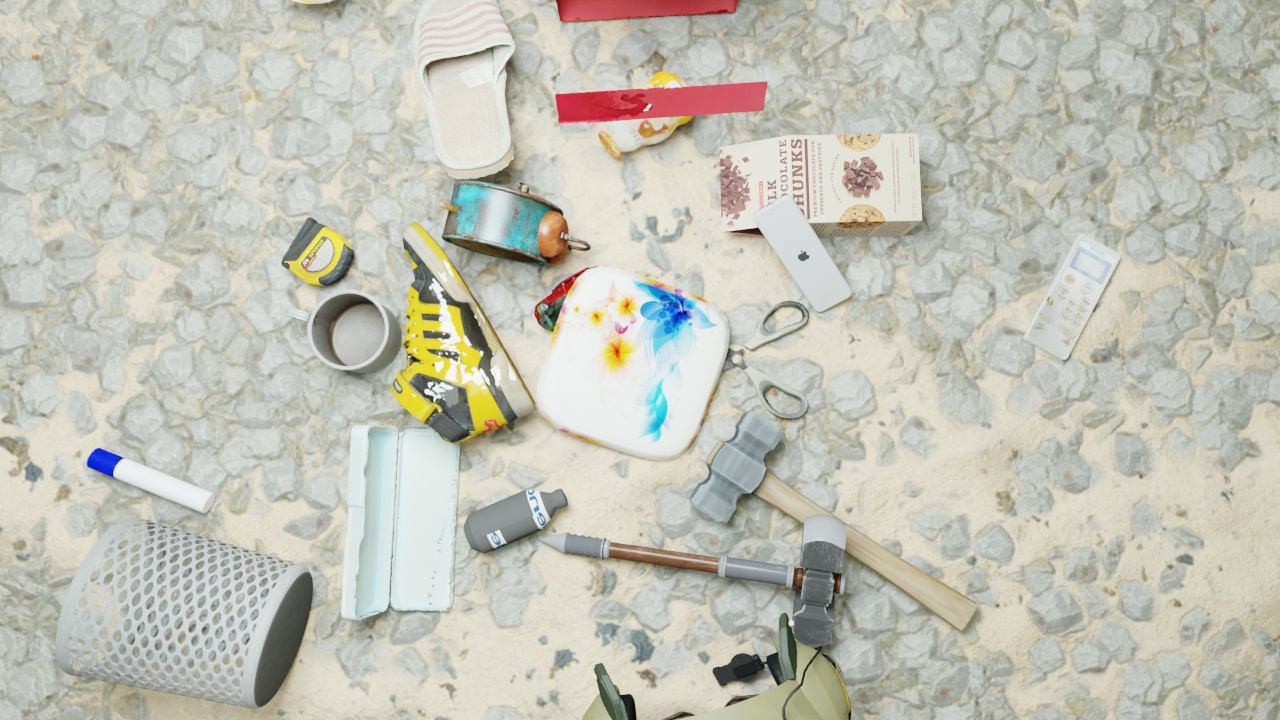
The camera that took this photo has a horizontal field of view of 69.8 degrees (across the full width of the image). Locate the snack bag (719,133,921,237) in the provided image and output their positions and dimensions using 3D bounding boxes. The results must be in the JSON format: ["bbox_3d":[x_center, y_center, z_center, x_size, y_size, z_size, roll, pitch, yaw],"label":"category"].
[{"bbox_3d":[0.190,-0.188,0.997,0.206,0.070,0.094,-1,84,0],"label":"snack bag"}]

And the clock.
[{"bbox_3d":[-0.127,-0.145,0.969,0.157,0.121,0.073,14,88,-4],"label":"clock"}]

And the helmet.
[{"bbox_3d":[0.074,0.366,0.840,0.250,0.256,0.232,-15,81,0],"label":"helmet"}]

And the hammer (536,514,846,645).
[{"bbox_3d":[0.049,0.210,0.960,0.322,0.043,0.156,6,119,10],"label":"hammer"}]

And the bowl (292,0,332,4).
[{"bbox_3d":[-0.355,-0.493,1.031,0.188,0.060,0.219,4,85,0],"label":"bowl"}]

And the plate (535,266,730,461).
[{"bbox_3d":[-0.006,0.006,0.979,0.187,0.016,0.187,19,92,-9],"label":"plate"}]

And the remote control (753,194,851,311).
[{"bbox_3d":[0.174,-0.112,0.975,0.045,0.008,0.146,-29,121,20],"label":"remote control"}]

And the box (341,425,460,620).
[{"bbox_3d":[-0.251,0.167,0.963,0.122,0.078,0.197,3,86,-19],"label":"box"}]

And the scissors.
[{"bbox_3d":[0.124,-0.005,1.008,0.170,0.012,0.157,39,85,4],"label":"scissors"}]

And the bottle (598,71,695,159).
[{"bbox_3d":[0.006,-0.267,1.008,0.109,0.063,0.063,-38,86,-3],"label":"bottle"}]

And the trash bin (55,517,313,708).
[{"bbox_3d":[-0.442,0.254,0.913,0.183,0.156,0.156,14,84,-1],"label":"trash bin"}]

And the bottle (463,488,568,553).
[{"bbox_3d":[-0.131,0.166,0.974,0.112,0.047,0.047,-22,85,-2],"label":"bottle"}]

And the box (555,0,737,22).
[{"bbox_3d":[0.009,-0.418,0.871,0.211,0.378,0.124,-3,101,-1],"label":"box"}]

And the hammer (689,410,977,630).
[{"bbox_3d":[0.212,0.184,0.975,0.323,0.051,0.117,33,88,0],"label":"hammer"}]

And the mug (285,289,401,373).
[{"bbox_3d":[-0.317,-0.033,0.981,0.113,0.070,0.084,18,85,2],"label":"mug"}]

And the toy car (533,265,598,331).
[{"bbox_3d":[-0.075,-0.068,0.999,0.091,0.042,0.036,-37,56,-10],"label":"toy car"}]

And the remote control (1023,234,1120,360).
[{"bbox_3d":[0.478,-0.070,1.015,0.050,0.011,0.135,30,85,3],"label":"remote control"}]

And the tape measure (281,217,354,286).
[{"bbox_3d":[-0.350,-0.114,1.005,0.064,0.037,0.065,28,87,3],"label":"tape measure"}]

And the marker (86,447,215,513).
[{"bbox_3d":[-0.526,0.129,0.988,0.133,0.027,0.023,22,85,0],"label":"marker"}]

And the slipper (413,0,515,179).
[{"bbox_3d":[-0.186,-0.311,0.980,0.115,0.052,0.262,-11,65,0],"label":"slipper"}]

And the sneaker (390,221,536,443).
[{"bbox_3d":[-0.218,-0.021,0.968,0.122,0.086,0.238,-31,83,-6],"label":"sneaker"}]
